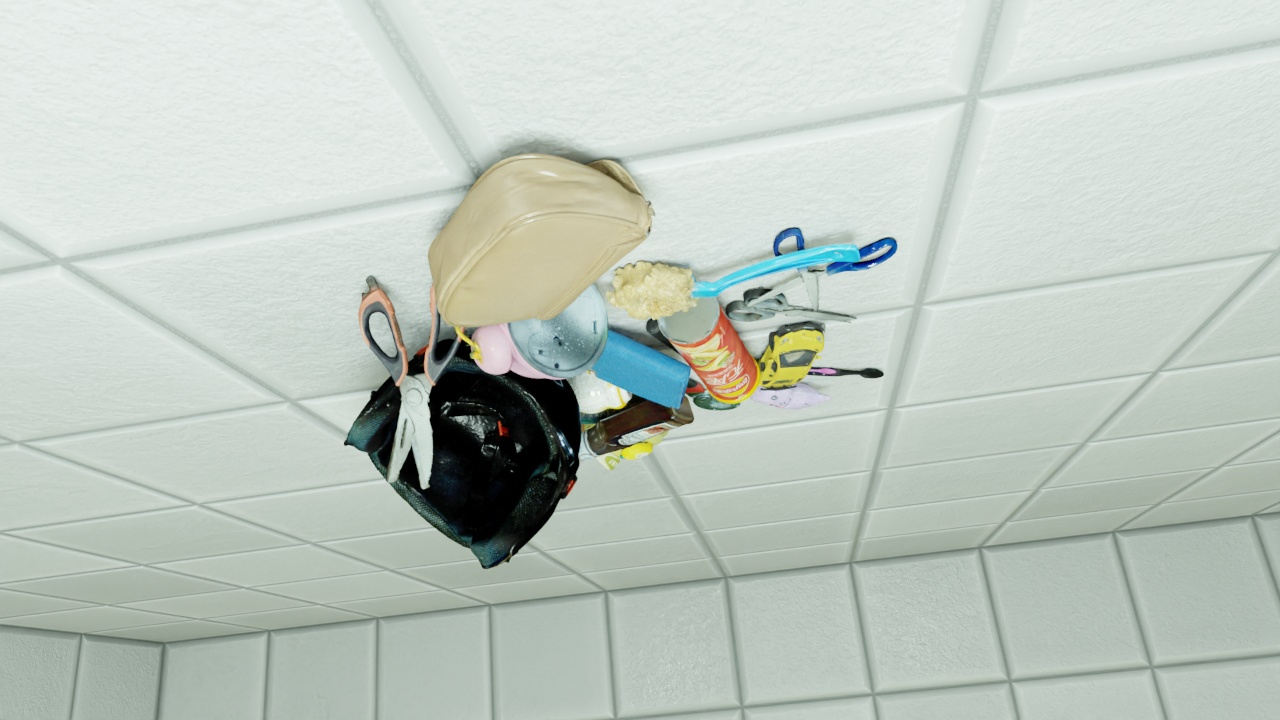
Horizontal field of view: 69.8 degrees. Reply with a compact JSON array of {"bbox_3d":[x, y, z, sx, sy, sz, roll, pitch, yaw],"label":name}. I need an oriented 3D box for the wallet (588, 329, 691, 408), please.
[{"bbox_3d":[-0.006,0.006,1.074,0.133,0.040,0.106,25,159,8],"label":"wallet"}]

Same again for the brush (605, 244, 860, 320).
[{"bbox_3d":[0.089,-0.085,0.917,0.255,0.045,0.083,-11,151,16],"label":"brush"}]

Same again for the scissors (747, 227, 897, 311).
[{"bbox_3d":[0.179,-0.094,0.952,0.173,0.012,0.162,-24,149,29],"label":"scissors"}]

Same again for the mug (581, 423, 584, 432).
[{"bbox_3d":[-0.136,0.085,1.260,0.078,0.078,0.123,-13,152,17],"label":"mug"}]

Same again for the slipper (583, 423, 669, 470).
[{"bbox_3d":[-0.047,0.127,1.373,0.191,0.081,0.091,-10,161,17],"label":"slipper"}]

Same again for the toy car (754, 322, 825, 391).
[{"bbox_3d":[0.186,-0.003,1.157,0.071,0.041,0.156,-4,156,-9],"label":"toy car"}]

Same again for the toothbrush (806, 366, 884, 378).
[{"bbox_3d":[0.247,0.016,1.255,0.189,0.014,0.018,2,171,-17],"label":"toothbrush"}]

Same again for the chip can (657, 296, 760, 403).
[{"bbox_3d":[0.082,-0.015,1.062,0.073,0.073,0.216,-12,156,16],"label":"chip can"}]

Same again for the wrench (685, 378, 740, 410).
[{"bbox_3d":[0.059,0.030,1.240,0.056,0.016,0.273,-17,155,27],"label":"wrench"}]

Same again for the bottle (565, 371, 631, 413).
[{"bbox_3d":[-0.068,0.037,1.162,0.108,0.063,0.063,-10,158,11],"label":"bottle"}]

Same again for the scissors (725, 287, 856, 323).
[{"bbox_3d":[0.175,-0.054,1.068,0.137,0.014,0.174,-16,157,22],"label":"scissors"}]

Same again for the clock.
[{"bbox_3d":[-0.111,-0.039,0.902,0.158,0.117,0.060,9,165,-36],"label":"clock"}]

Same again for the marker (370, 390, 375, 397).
[{"bbox_3d":[-0.295,0.056,1.219,0.130,0.018,0.023,10,162,-33],"label":"marker"}]

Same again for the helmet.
[{"bbox_3d":[-0.178,0.082,1.038,0.233,0.229,0.276,44,124,-7],"label":"helmet"}]

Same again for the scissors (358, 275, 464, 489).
[{"bbox_3d":[-0.231,0.015,0.915,0.196,0.215,0.015,-39,-174,6],"label":"scissors"}]

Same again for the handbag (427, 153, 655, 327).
[{"bbox_3d":[-0.092,-0.102,0.777,0.147,0.099,0.205,1,159,-35],"label":"handbag"}]

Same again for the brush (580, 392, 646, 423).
[{"bbox_3d":[-0.050,0.060,1.236,0.143,0.055,0.074,0,156,-15],"label":"brush"}]

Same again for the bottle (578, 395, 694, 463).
[{"bbox_3d":[-0.030,0.094,1.191,0.195,0.044,0.079,-24,159,23],"label":"bottle"}]

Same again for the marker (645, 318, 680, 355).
[{"bbox_3d":[0.044,-0.022,1.104,0.022,0.020,0.132,-31,151,15],"label":"marker"}]

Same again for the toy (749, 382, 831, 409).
[{"bbox_3d":[0.201,0.049,1.292,0.108,0.039,0.084,7,166,-31],"label":"toy"}]
